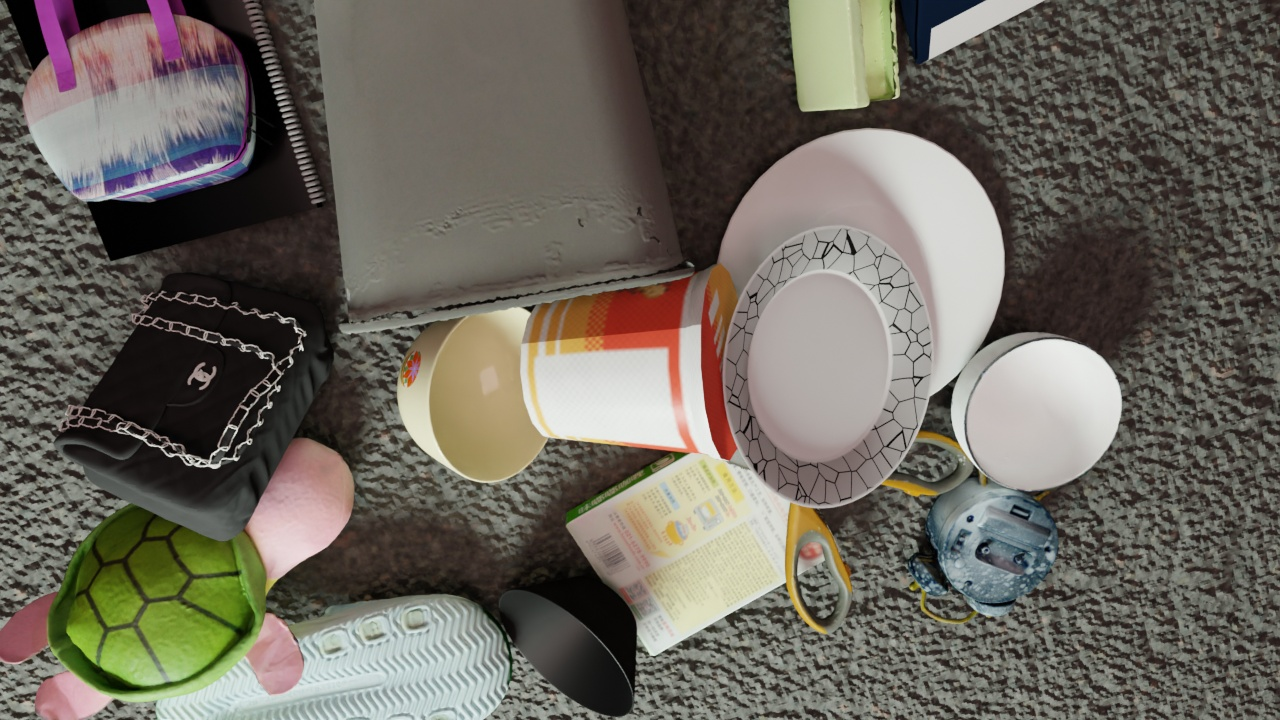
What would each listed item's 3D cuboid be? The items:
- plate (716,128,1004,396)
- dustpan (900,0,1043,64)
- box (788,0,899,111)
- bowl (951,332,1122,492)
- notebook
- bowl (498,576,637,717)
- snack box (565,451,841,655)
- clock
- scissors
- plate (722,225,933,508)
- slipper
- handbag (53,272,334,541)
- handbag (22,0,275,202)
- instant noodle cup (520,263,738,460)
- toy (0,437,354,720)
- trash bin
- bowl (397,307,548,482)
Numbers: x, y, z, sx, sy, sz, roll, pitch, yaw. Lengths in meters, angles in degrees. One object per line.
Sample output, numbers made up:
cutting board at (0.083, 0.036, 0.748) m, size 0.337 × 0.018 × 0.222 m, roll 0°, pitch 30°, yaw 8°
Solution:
plate at (0.156, -0.058, 0.655) m, size 0.208 × 0.015 × 0.209 m, roll -1°, pitch 105°, yaw -5°
dustpan at (0.246, -0.335, 0.516) m, size 0.236 × 0.273 × 0.080 m, roll -27°, pitch 65°, yaw 3°
box at (0.135, -0.257, 0.582) m, size 0.083 × 0.091 × 0.188 m, roll -16°, pitch 110°, yaw -24°
bowl at (0.277, 0.032, 0.663) m, size 0.113 × 0.063 × 0.113 m, roll -1°, pitch 105°, yaw -4°
notebook at (-0.308, -0.183, 0.592) m, size 0.149 × 0.016 × 0.207 m, roll -14°, pitch 105°, yaw 1°
bowl at (-0.041, 0.198, 0.678) m, size 0.052 × 0.124 × 0.124 m, roll -44°, pitch 108°, yaw -38°
snack box at (0.048, 0.129, 0.692) m, size 0.168 × 0.027 × 0.132 m, roll -30°, pitch 105°, yaw 3°
clock at (0.258, 0.147, 0.698) m, size 0.090 × 0.052 × 0.129 m, roll 22°, pitch 101°, yaw -9°
scissors at (0.132, 0.100, 0.670) m, size 0.225 × 0.016 × 0.225 m, roll 9°, pitch 98°, yaw -11°
plate at (0.127, 0.005, 0.620) m, size 0.188 × 0.016 × 0.188 m, roll -3°, pitch 96°, yaw -31°
slipper at (-0.219, 0.227, 0.673) m, size 0.245 × 0.074 × 0.104 m, roll -8°, pitch 97°, yaw -12°
handbag at (-0.279, 0.015, 0.568) m, size 0.125 × 0.115 × 0.153 m, roll 19°, pitch 65°, yaw 0°
handbag at (-0.311, -0.187, 0.556) m, size 0.144 × 0.068 × 0.170 m, roll -15°, pitch 99°, yaw 3°
instant noodle cup at (-0.004, 0.004, 0.602) m, size 0.121 × 0.123 × 0.123 m, roll -2°, pitch 106°, yaw 18°
toy at (-0.297, 0.143, 0.613) m, size 0.237 × 0.088 × 0.190 m, roll -31°, pitch 69°, yaw -18°
trash bin at (-0.086, -0.145, 0.535) m, size 0.197 × 0.197 × 0.220 m, roll -10°, pitch 98°, yaw -2°
bowl at (-0.121, 0.018, 0.622) m, size 0.074 × 0.117 × 0.118 m, roll 6°, pitch 109°, yaw 38°
